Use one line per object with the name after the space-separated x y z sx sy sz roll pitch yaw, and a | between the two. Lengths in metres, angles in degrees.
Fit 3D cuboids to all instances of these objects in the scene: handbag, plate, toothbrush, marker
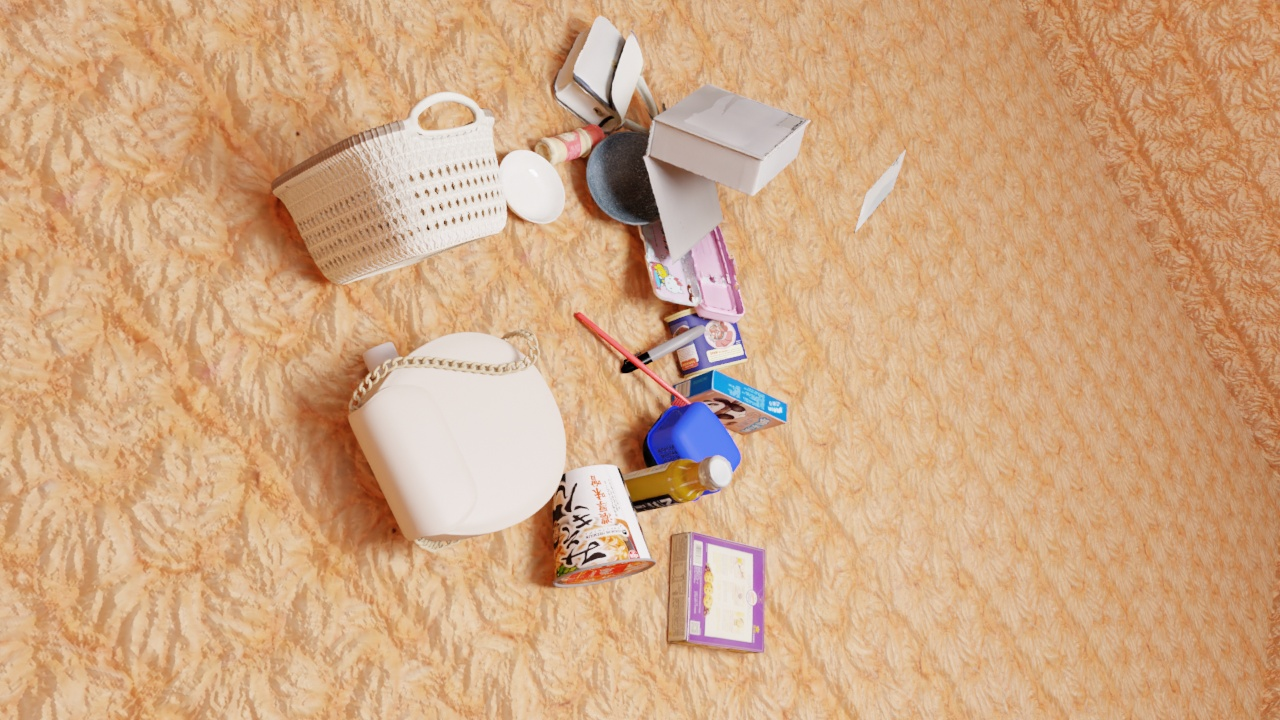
-0.181 0.079 0.969 0.208 0.104 0.210 -26 92 -39 | handbag
-0.150 -0.227 1.222 0.104 0.026 0.104 16 64 -37 | plate
-0.007 0.007 1.248 0.212 0.012 0.018 39 77 -10 | toothbrush
0.032 -0.018 1.277 0.138 0.016 0.022 -28 109 -16 | marker
-0.028 -0.404 1.358 0.176 0.074 0.151 36 54 -27 | handbag

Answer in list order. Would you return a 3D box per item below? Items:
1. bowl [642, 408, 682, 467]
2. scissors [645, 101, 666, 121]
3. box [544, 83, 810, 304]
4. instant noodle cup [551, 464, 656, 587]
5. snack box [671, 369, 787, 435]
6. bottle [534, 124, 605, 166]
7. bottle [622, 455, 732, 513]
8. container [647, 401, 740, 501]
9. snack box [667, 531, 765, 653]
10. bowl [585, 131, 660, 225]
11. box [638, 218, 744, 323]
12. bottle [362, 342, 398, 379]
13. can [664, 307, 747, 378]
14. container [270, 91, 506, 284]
0.041 0.124 1.244 0.110 0.055 0.110 16 65 -36 | bowl
0.065 -0.294 1.408 0.202 0.015 0.201 16 64 -54 | scissors
0.047 -0.219 1.342 0.173 0.424 0.167 44 45 2 | box
-0.054 0.197 1.102 0.123 0.124 0.121 6 62 -40 | instant noodle cup
0.129 0.063 1.320 0.151 0.087 0.034 24 60 -33 | snack box
-0.098 -0.300 1.282 0.108 0.044 0.044 -29 95 -42 | bottle
0.036 0.154 1.139 0.053 0.187 0.053 15 65 -37 | bottle
0.074 0.116 1.197 0.114 0.058 0.095 54 48 -13 | container
0.106 0.316 1.243 0.148 0.041 0.143 20 62 -35 | snack box
-0.018 -0.253 1.314 0.137 0.057 0.137 2 82 -17 | bowl
0.068 -0.145 1.339 0.152 0.038 0.201 9 47 -22 | box
-0.256 0.065 1.012 0.083 0.046 0.174 -25 92 -43 | bottle
0.099 -0.030 1.349 0.116 0.057 0.092 -12 84 -43 | can
-0.258 -0.175 0.971 0.184 0.247 0.143 -27 102 -46 | container
